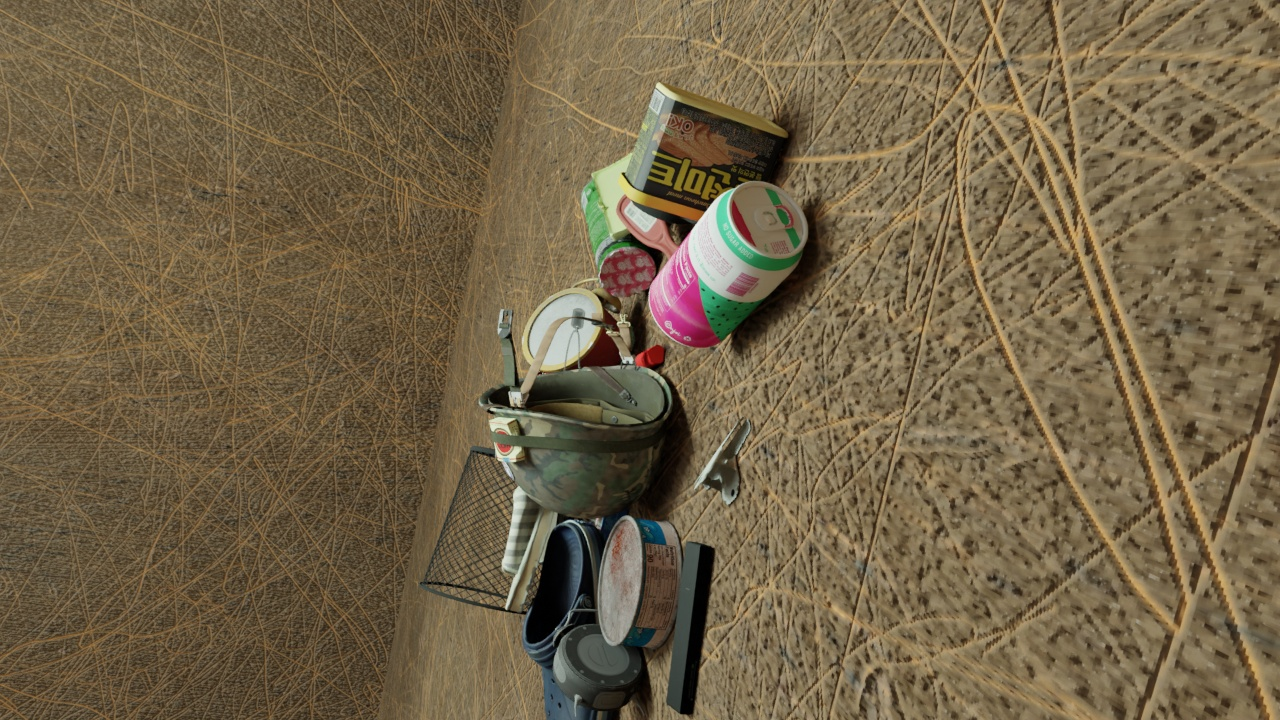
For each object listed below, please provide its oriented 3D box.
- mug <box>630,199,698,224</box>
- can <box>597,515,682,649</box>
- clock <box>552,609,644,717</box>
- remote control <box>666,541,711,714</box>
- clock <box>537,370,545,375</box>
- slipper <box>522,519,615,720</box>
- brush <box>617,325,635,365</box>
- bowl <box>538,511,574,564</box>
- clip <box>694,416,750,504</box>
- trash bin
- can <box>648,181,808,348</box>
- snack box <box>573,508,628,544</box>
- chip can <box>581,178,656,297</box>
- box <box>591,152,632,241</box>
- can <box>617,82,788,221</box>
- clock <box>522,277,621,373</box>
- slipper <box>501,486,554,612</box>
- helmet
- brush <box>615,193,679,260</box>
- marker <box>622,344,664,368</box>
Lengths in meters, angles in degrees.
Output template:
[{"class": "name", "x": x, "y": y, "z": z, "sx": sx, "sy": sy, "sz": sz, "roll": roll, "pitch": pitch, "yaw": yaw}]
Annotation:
[{"class": "mug", "x": 0.049, "y": -0.195, "z": 0.996, "sx": 0.113, "sy": 0.078, "sz": 0.088, "roll": 44, "pitch": 125, "yaw": 38}, {"class": "can", "x": -0.002, "y": 0.227, "z": 0.939, "sx": 0.130, "sy": 0.044, "sz": 0.130, "roll": -170, "pitch": 91, "yaw": -72}, {"class": "clock", "x": -0.046, "y": 0.313, "z": 0.943, "sx": 0.122, "sy": 0.091, "sz": 0.044, "roll": -119, "pitch": 43, "yaw": -54}, {"class": "remote control", "x": 0.045, "y": 0.243, "z": 0.839, "sx": 0.034, "sy": 0.013, "sz": 0.150, "roll": 168, "pitch": 111, "yaw": -70}, {"class": "clock", "x": -0.121, "y": 0.027, "z": 1.263, "sx": 0.155, "sy": 0.065, "sz": 0.114, "roll": 72, "pitch": -154, "yaw": -50}, {"class": "slipper", "x": -0.089, "y": 0.305, "z": 1.024, "sx": 0.105, "sy": 0.095, "sz": 0.252, "roll": -18, "pitch": 67, "yaw": 45}, {"class": "brush", "x": -0.047, "y": 0.038, "z": 1.233, "sx": 0.033, "sy": 0.012, "sz": 0.218, "roll": -97, "pitch": 24, "yaw": -43}, {"class": "bowl", "x": -0.096, "y": 0.211, "z": 1.202, "sx": 0.115, "sy": 0.059, "sz": 0.115, "roll": -170, "pitch": 91, "yaw": -72}, {"class": "clip", "x": 0.074, "y": 0.102, "z": 0.830, "sx": 0.054, "sy": 0.041, "sz": 0.102, "roll": -71, "pitch": 6, "yaw": -47}, {"class": "trash bin", "x": -0.203, "y": 0.243, "z": 1.338, "sx": 0.184, "sy": 0.184, "sz": 0.210, "roll": 165, "pitch": 120, "yaw": -70}, {"class": "can", "x": 0.075, "y": -0.081, "z": 0.815, "sx": 0.166, "sy": 0.088, "sz": 0.088, "roll": 131, "pitch": 145, "yaw": -57}, {"class": "snack box", "x": -0.054, "y": 0.212, "z": 1.109, "sx": 0.088, "sy": 0.033, "sz": 0.154, "roll": -153, "pitch": 74, "yaw": -66}, {"class": "chip can", "x": -0.034, "y": -0.169, "z": 1.213, "sx": 0.223, "sy": 0.075, "sz": 0.076, "roll": -105, "pitch": 31, "yaw": -54}, {"class": "box", "x": 0.004, "y": -0.234, "z": 1.168, "sx": 0.141, "sy": 0.048, "sz": 0.187, "roll": -41, "pitch": 33, "yaw": 16}, {"class": "can", "x": 0.059, "y": -0.189, "z": 0.860, "sx": 0.072, "sy": 0.130, "sz": 0.101, "roll": -114, "pitch": 42, "yaw": -61}, {"class": "clock", "x": -0.075, "y": -0.035, "z": 1.170, "sx": 0.117, "sy": 0.081, "sz": 0.158, "roll": -6, "pitch": 59, "yaw": 30}, {"class": "slipper", "x": -0.126, "y": 0.166, "z": 1.113, "sx": 0.115, "sy": 0.054, "sz": 0.272, "roll": 109, "pitch": 175, "yaw": -69}, {"class": "helmet", "x": -0.074, "y": 0.049, "z": 0.996, "sx": 0.224, "sy": 0.192, "sz": 0.237, "roll": 25, "pitch": 119, "yaw": 31}, {"class": "brush", "x": 0.028, "y": -0.134, "z": 1.031, "sx": 0.041, "sy": 0.030, "sz": 0.172, "roll": -49, "pitch": 51, "yaw": 14}, {"class": "marker", "x": -0.007, "y": 0.007, "z": 1.115, "sx": 0.023, "sy": 0.021, "sz": 0.145, "roll": -61, "pitch": 12, "yaw": -20}]
